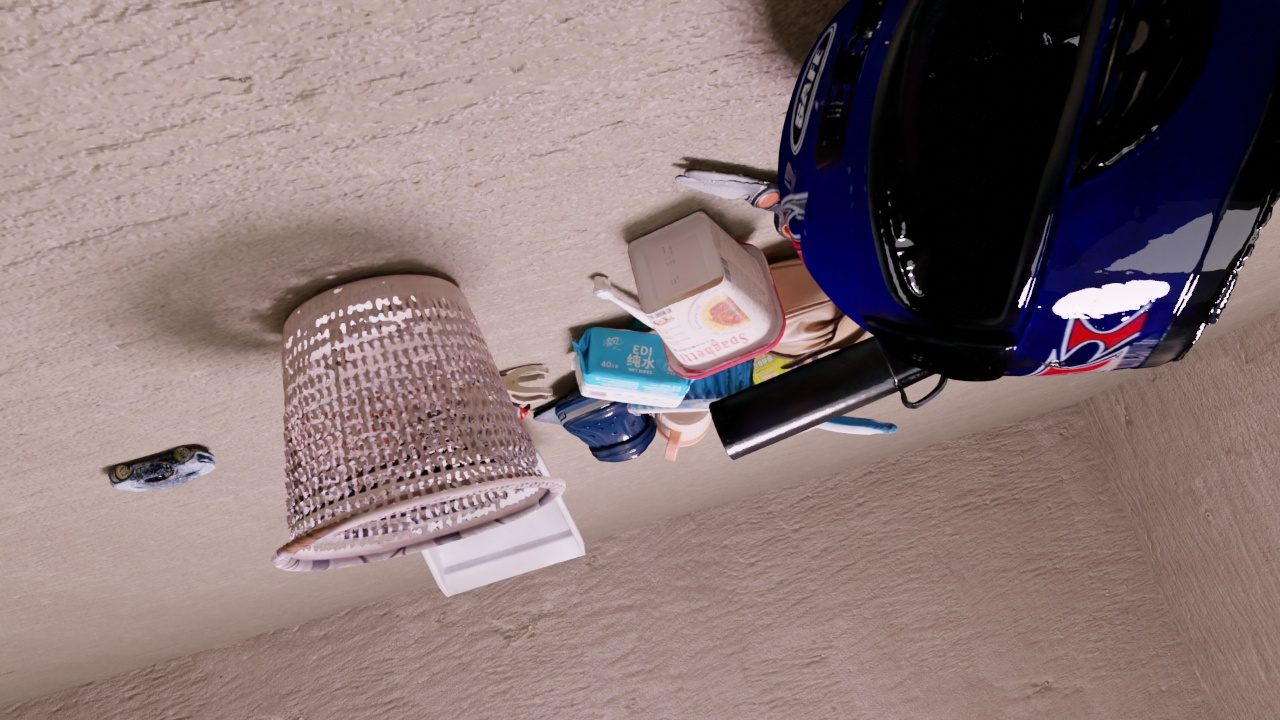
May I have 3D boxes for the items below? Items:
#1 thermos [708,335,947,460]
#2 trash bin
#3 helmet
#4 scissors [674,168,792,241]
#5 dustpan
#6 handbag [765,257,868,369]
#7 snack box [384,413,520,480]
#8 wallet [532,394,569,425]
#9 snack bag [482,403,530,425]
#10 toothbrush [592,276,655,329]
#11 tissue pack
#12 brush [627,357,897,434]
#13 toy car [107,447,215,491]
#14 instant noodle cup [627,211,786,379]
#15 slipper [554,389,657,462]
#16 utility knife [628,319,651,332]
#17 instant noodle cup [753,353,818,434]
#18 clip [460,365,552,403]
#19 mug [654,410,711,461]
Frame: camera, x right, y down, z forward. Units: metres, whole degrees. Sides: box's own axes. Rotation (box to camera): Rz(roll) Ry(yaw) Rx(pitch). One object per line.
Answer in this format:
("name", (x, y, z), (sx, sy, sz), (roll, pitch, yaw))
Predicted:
("thermos", (0.198, 0.038, 0.969), (0.243, 0.089, 0.068), (-23, 143, 13))
("trash bin", (-0.194, 0.046, 0.738), (0.227, 0.192, 0.228), (-16, 165, -5))
("helmet", (0.197, -0.115, 0.515), (0.241, 0.247, 0.315), (14, 178, 21))
("scissors", (0.118, -0.146, 0.748), (0.139, 0.021, 0.234), (-31, 156, 18))
("dustpan", (-0.218, 0.205, 1.266), (0.222, 0.258, 0.142), (-17, -172, 0))
("handbag", (0.179, -0.050, 0.975), (0.148, 0.099, 0.204), (-17, 170, 19))
("snack box", (-0.228, 0.108, 1.114), (0.113, 0.053, 0.125), (-18, 147, 34))
("wallet", (-0.076, 0.062, 1.243), (0.097, 0.019, 0.120), (-27, 160, 24))
("snack bag", (-0.186, 0.072, 1.144), (0.105, 0.026, 0.045), (-4, 165, -34))
("toothbrush", (-0.004, -0.052, 0.913), (0.016, 0.016, 0.180), (-9, 164, 22))
("tissue pack", (-0.006, 0.006, 0.994), (0.140, 0.063, 0.090), (8, 162, -3))
("brush", (0.129, 0.036, 1.052), (0.315, 0.109, 0.060), (-4, 174, 16))
("toy car", (-0.502, 0.118, 0.963), (0.105, 0.031, 0.049), (-15, 163, -3))
("instant noodle cup", (0.053, -0.061, 0.811), (0.116, 0.116, 0.124), (-22, 151, 17))
("slipper", (-0.035, 0.092, 1.202), (0.105, 0.095, 0.253), (-26, 162, 4))
("utility knife", (0.004, -0.037, 0.997), (0.029, 0.013, 0.220), (-4, 161, -26))
("instant noodle cup", (0.204, 0.036, 1.249), (0.111, 0.123, 0.112), (-16, 164, -5))
("clip", (-0.151, 0.030, 1.028), (0.100, 0.034, 0.075), (-4, 161, -26))
("mug", (0.056, 0.082, 1.281), (0.082, 0.114, 0.106), (16, 162, 6))
